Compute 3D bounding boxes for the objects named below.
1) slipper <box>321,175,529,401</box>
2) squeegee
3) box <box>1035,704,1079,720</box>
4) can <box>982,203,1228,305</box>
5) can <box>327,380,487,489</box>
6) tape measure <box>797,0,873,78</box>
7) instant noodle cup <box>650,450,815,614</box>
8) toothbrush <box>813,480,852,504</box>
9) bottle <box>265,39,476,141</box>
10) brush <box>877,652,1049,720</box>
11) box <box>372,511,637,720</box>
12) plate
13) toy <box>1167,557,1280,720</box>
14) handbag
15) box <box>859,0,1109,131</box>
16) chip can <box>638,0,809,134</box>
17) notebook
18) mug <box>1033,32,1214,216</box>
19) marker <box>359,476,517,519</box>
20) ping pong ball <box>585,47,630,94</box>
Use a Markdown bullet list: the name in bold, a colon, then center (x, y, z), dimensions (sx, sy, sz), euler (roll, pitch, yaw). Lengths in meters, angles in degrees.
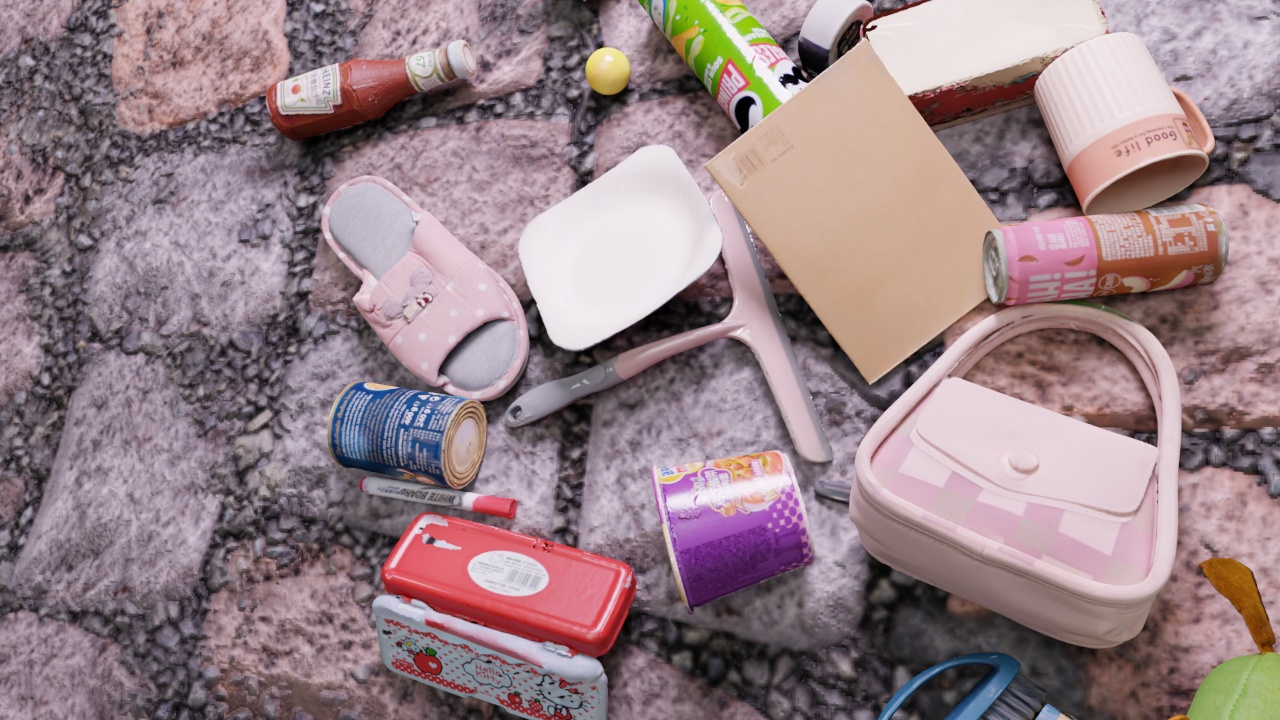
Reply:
- **slipper**: center (-0.200, -0.073, 0.814), dimensions (0.114, 0.054, 0.274), euler (-44, 68, 2)
- **squeegee**: center (-0.004, 0.004, 0.743), dimensions (0.250, 0.040, 0.247), euler (-22, 71, 11)
- **box**: center (0.229, 0.303, 0.562), dimensions (0.060, 0.090, 0.184), euler (35, 86, 34)
- **can**: center (0.323, -0.074, 0.645), dimensions (0.147, 0.058, 0.057), euler (-5, 74, 9)
- **can**: center (-0.191, 0.061, 0.764), dimensions (0.111, 0.075, 0.075), euler (8, 78, 18)
- **tape measure**: center (0.160, -0.269, 0.751), dimensions (0.033, 0.066, 0.065), euler (37, 88, 23)
- **instant noodle cup**: center (0.067, 0.115, 0.659), dimensions (0.099, 0.111, 0.111), euler (-17, 71, 3)
- **toothbrush**: center (0.214, 0.110, 0.660), dimensions (0.181, 0.018, 0.015), euler (10, 81, 20)
- **bottle**: center (-0.257, -0.262, 0.879), dimensions (0.206, 0.060, 0.059), euler (-11, 72, 14)
- **brush**: center (0.197, 0.249, 0.606), dimensions (0.073, 0.055, 0.144), euler (40, 90, 22)
- **box**: center (-0.107, 0.207, 0.720), dimensions (0.202, 0.098, 0.118), euler (10, 47, 20)
- **plate**: center (-0.016, -0.089, 0.756), dimensions (0.164, 0.034, 0.163), euler (-31, 52, 9)
- **toy**: center (0.346, 0.247, 0.511), dimensions (0.227, 0.090, 0.246), euler (39, 67, -17)
- **handbag**: center (0.270, 0.056, 0.622), dimensions (0.193, 0.093, 0.233), euler (23, 65, 26)
- **box**: center (0.261, -0.242, 0.707), dimensions (0.168, 0.076, 0.091), euler (-15, 71, 13)
- **chip can**: center (0.082, -0.248, 0.767), dimensions (0.072, 0.072, 0.236), euler (-35, 68, 5)
- **notebook**: center (0.169, -0.109, 0.688), dimensions (0.149, 0.012, 0.211), euler (-37, 93, 6)
- **mug**: center (0.356, -0.170, 0.664), dimensions (0.114, 0.082, 0.105), euler (-9, 69, -14)
- **marker**: center (-0.173, 0.115, 0.776), dimensions (0.145, 0.017, 0.017), euler (6, 77, 18)
- **ping pong ball**: center (-0.029, -0.258, 0.819), dimensions (0.040, 0.040, 0.040), euler (-4, 74, 16)
